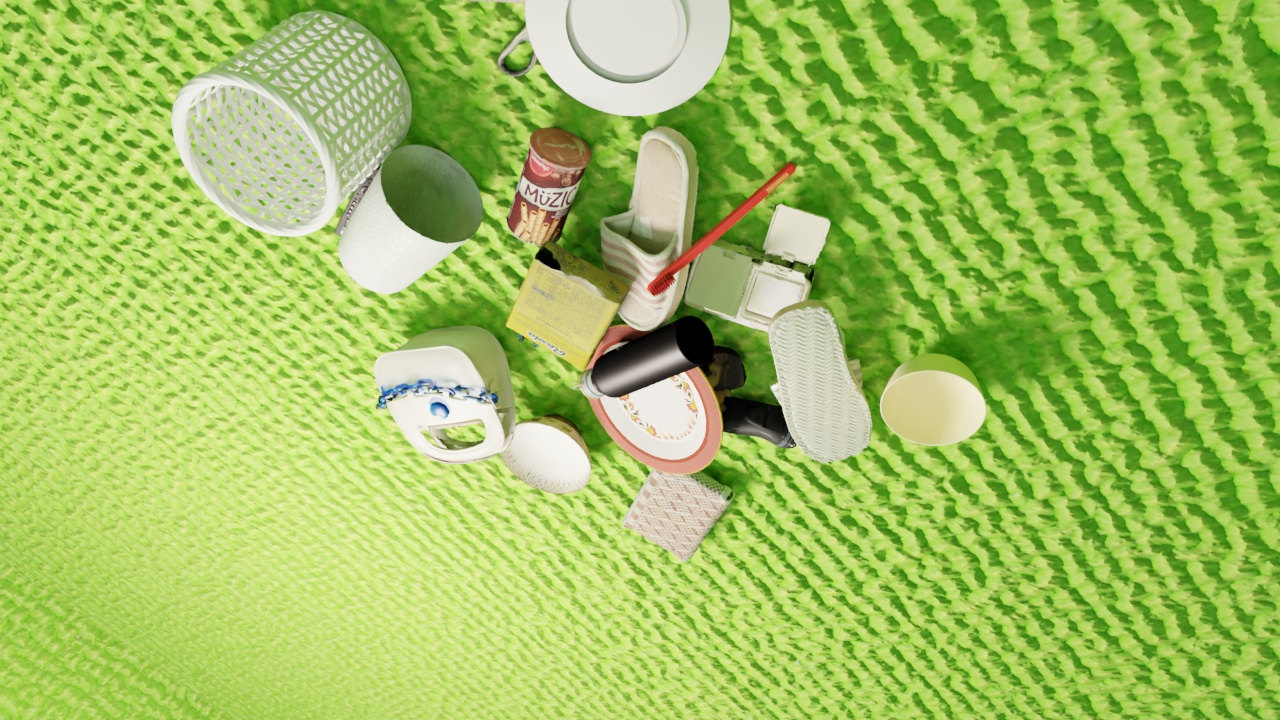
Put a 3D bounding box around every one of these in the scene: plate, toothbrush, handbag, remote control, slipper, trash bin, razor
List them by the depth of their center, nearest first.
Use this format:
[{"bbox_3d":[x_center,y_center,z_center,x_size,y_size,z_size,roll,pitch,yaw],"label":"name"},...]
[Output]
[{"bbox_3d":[-0.014,-0.339,0.923,0.208,0.015,0.209,4,134,4],"label":"plate"},{"bbox_3d":[0.090,-0.142,1.018,0.213,0.018,0.012,-40,137,14],"label":"toothbrush"},{"bbox_3d":[0.004,-0.143,1.063,0.115,0.052,0.264,39,137,28],"label":"slipper"},{"bbox_3d":[-0.291,-0.164,1.129,0.133,0.133,0.162,41,136,-16],"label":"trash bin"},{"bbox_3d":[0.220,0.026,1.133,0.114,0.054,0.273,-22,131,7],"label":"slipper"},{"bbox_3d":[-0.364,-0.203,1.196,0.030,0.009,0.140,35,132,-11],"label":"remote control"},{"bbox_3d":[0.147,0.081,1.234,0.141,0.053,0.064,12,159,16],"label":"razor"},{"bbox_3d":[0.017,0.051,1.235,0.230,0.021,0.230,23,131,29],"label":"plate"},{"bbox_3d":[-0.274,0.061,1.303,0.201,0.092,0.199,-9,109,28],"label":"handbag"},{"bbox_3d":[0.056,0.221,1.389,0.124,0.046,0.186,30,133,4],"label":"handbag"}]

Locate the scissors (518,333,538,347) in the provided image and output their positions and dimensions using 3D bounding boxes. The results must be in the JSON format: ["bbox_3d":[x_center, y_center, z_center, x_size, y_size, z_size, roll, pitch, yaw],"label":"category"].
[{"bbox_3d":[-0.143,-0.075,1.222,0.139,0.019,0.136,-9,126,28],"label":"scissors"}]

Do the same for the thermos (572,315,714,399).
[{"bbox_3d":[-0.007,0.007,1.161,0.061,0.061,0.232,44,142,-19],"label":"thermos"}]

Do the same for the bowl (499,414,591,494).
[{"bbox_3d":[-0.131,0.126,1.362,0.145,0.063,0.145,11,133,12],"label":"bowl"}]

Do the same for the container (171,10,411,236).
[{"bbox_3d":[-0.380,-0.267,1.025,0.189,0.186,0.190,10,132,11],"label":"container"}]

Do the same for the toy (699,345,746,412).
[{"bbox_3d":[0.100,0.030,1.191,0.076,0.062,0.100,19,117,28],"label":"toy"}]

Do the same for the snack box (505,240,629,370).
[{"bbox_3d":[-0.091,-0.069,1.139,0.121,0.045,0.181,30,148,-3],"label":"snack box"}]

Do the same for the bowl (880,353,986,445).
[{"bbox_3d":[0.350,0.034,1.098,0.118,0.073,0.118,10,132,11],"label":"bowl"}]

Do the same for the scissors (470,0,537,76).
[{"bbox_3d":[-0.119,-0.367,0.962,0.171,0.012,0.158,23,135,1],"label":"scissors"}]

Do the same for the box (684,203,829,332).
[{"bbox_3d":[0.127,-0.097,1.048,0.143,0.098,0.184,17,133,6],"label":"box"}]

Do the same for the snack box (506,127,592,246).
[{"bbox_3d":[-0.108,-0.200,1.064,0.072,0.072,0.122,25,134,-2],"label":"snack box"}]
